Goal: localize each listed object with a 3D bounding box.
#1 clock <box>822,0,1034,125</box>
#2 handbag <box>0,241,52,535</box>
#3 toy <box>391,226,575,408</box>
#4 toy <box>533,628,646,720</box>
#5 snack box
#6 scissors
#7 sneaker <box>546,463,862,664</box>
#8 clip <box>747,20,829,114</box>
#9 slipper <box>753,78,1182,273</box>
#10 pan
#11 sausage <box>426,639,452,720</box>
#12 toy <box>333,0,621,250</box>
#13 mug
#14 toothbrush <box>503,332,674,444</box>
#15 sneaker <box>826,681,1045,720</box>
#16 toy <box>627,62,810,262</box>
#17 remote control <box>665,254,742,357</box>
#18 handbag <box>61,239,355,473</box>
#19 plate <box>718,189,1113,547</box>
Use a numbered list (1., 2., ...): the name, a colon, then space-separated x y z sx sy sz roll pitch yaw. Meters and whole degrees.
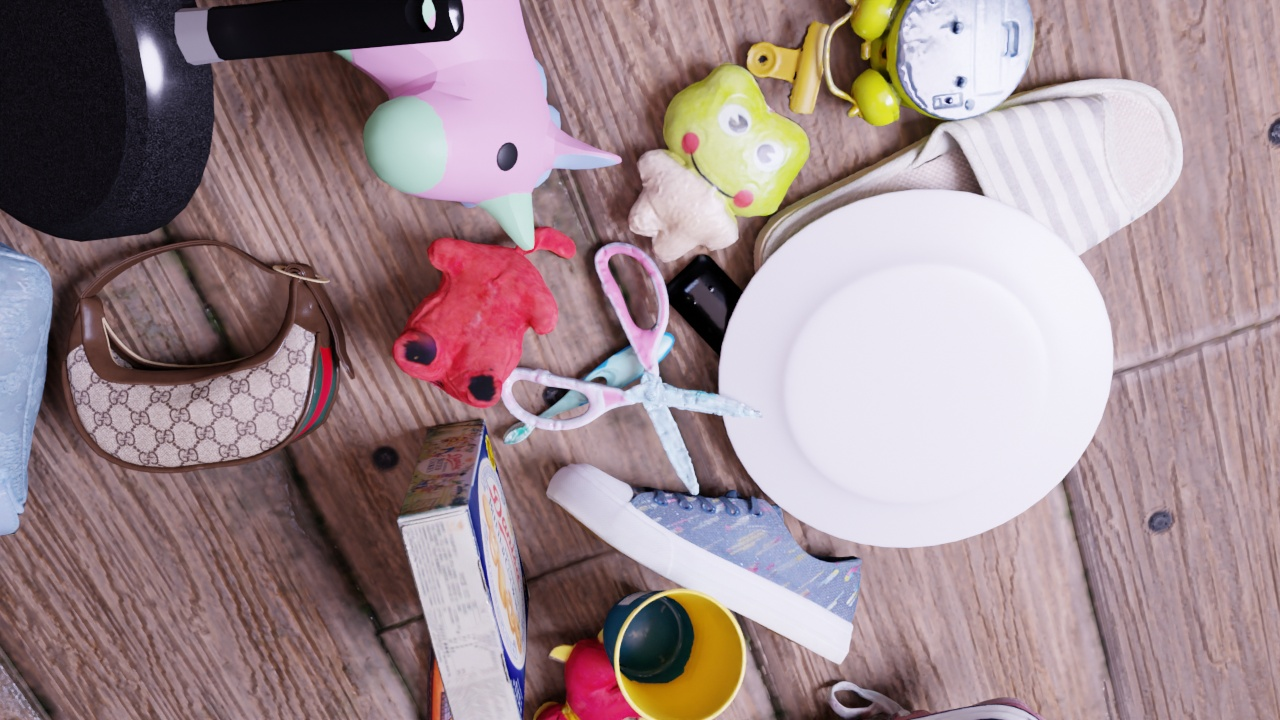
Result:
1. clock: 0.165 -0.181 0.531 0.119 0.057 0.083 -8 110 -5
2. handbag: -0.427 0.015 0.542 0.121 0.119 0.192 1 101 -45
3. toy: -0.098 -0.034 0.574 0.088 0.094 0.132 39 74 -6
4. toy: -0.027 0.243 0.661 0.137 0.067 0.105 -44 98 2
5. snack box: -0.105 0.127 0.573 0.042 0.145 0.144 -11 108 -2
6. scissors: -0.015 0.016 0.592 0.169 0.014 0.170 -23 94 8
7. sneaker: 0.052 0.119 0.617 0.235 0.087 0.079 30 80 -9
8. clip: 0.090 -0.176 0.548 0.048 0.045 0.054 1 111 -30
9. slipper: 0.203 -0.094 0.571 0.273 0.054 0.114 -19 103 4
10. pan: -0.244 -0.156 0.447 0.356 0.044 0.204 5 113 25
11. sausage: -0.147 0.244 0.674 0.020 0.020 0.155 4 107 -5
12. toy: -0.102 -0.182 0.496 0.120 0.171 0.222 -8 77 34
13. mug: 0.012 0.181 0.586 0.078 0.121 0.078 2 80 -10
14. toothbrush: -0.036 0.020 0.609 0.135 0.017 0.022 -32 95 7
15. sneaker: 0.186 0.290 0.672 0.242 0.087 0.118 -32 96 32
16. toy: 0.041 -0.113 0.558 0.092 0.043 0.118 42 103 -15
17. remote control: 0.078 -0.003 0.601 0.041 0.020 0.152 -43 98 10
18. handbag: -0.266 -0.005 0.570 0.166 0.063 0.138 -7 98 0
19. plate: 0.170 0.015 0.575 0.242 0.016 0.243 2 111 5
